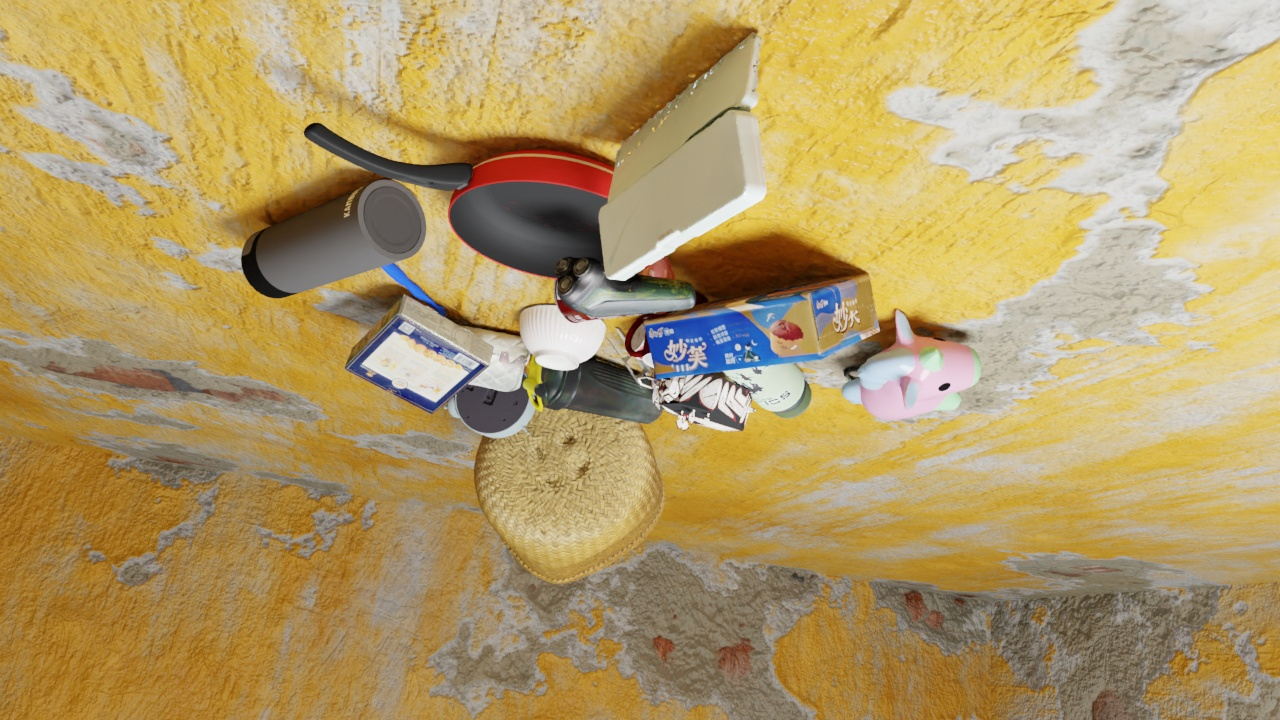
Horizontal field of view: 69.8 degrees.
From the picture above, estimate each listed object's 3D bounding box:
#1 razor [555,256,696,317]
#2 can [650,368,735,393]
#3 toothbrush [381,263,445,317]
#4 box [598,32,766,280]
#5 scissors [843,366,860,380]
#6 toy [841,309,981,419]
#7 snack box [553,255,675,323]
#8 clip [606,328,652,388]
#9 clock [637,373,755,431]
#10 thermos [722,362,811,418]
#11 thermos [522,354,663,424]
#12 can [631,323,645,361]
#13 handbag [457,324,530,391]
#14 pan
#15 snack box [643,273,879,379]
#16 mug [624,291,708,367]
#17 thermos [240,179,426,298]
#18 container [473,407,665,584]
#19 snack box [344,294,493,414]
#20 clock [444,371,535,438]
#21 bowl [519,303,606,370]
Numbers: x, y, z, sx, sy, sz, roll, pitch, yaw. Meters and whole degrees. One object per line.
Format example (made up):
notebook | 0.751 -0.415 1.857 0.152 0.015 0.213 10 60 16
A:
razor | -0.012 -0.075 0.934 0.151 0.053 0.067 3 147 -16
can | 0.074 0.024 1.315 0.116 0.056 0.092 9 162 -3
toothbrush | -0.296 -0.093 1.182 0.018 0.016 0.182 7 162 18
box | 0.026 -0.150 0.711 0.040 0.134 0.198 7 164 -32
scissors | 0.323 0.040 1.331 0.121 0.012 0.171 14 162 -9
toy | 0.323 0.023 1.150 0.171 0.120 0.223 8 163 -33
snack box | -0.029 -0.082 1.031 0.122 0.072 0.072 -5 157 34
clip | -0.014 0.011 1.248 0.050 0.058 0.102 -33 121 4
clock | 0.066 0.055 1.204 0.154 0.065 0.115 18 167 -4
thermos | 0.163 0.012 1.225 0.082 0.082 0.231 -3 159 28
thermos | -0.068 0.041 1.368 0.220 0.098 0.098 17 159 -37
can | 0.030 -0.017 1.217 0.096 0.054 0.054 21 157 -35
handbag | -0.260 -0.005 1.333 0.195 0.072 0.139 10 158 -7
pan | -0.136 -0.157 0.858 0.355 0.067 0.209 22 156 -37
snack box | 0.132 -0.037 0.998 0.203 0.069 0.154 -7 -173 38
mug | 0.029 -0.035 1.121 0.106 0.082 0.073 -4 158 30
thermos | -0.341 -0.127 1.001 0.241 0.082 0.082 -9 155 40
container | -0.123 0.189 1.506 0.307 0.306 0.197 5 153 8
snack box | -0.300 -0.005 1.243 0.144 0.042 0.145 32 130 -29
clock | -0.236 0.056 1.433 0.159 0.122 0.045 16 168 17
bowl | -0.108 -0.025 1.235 0.118 0.062 0.118 7 161 2
